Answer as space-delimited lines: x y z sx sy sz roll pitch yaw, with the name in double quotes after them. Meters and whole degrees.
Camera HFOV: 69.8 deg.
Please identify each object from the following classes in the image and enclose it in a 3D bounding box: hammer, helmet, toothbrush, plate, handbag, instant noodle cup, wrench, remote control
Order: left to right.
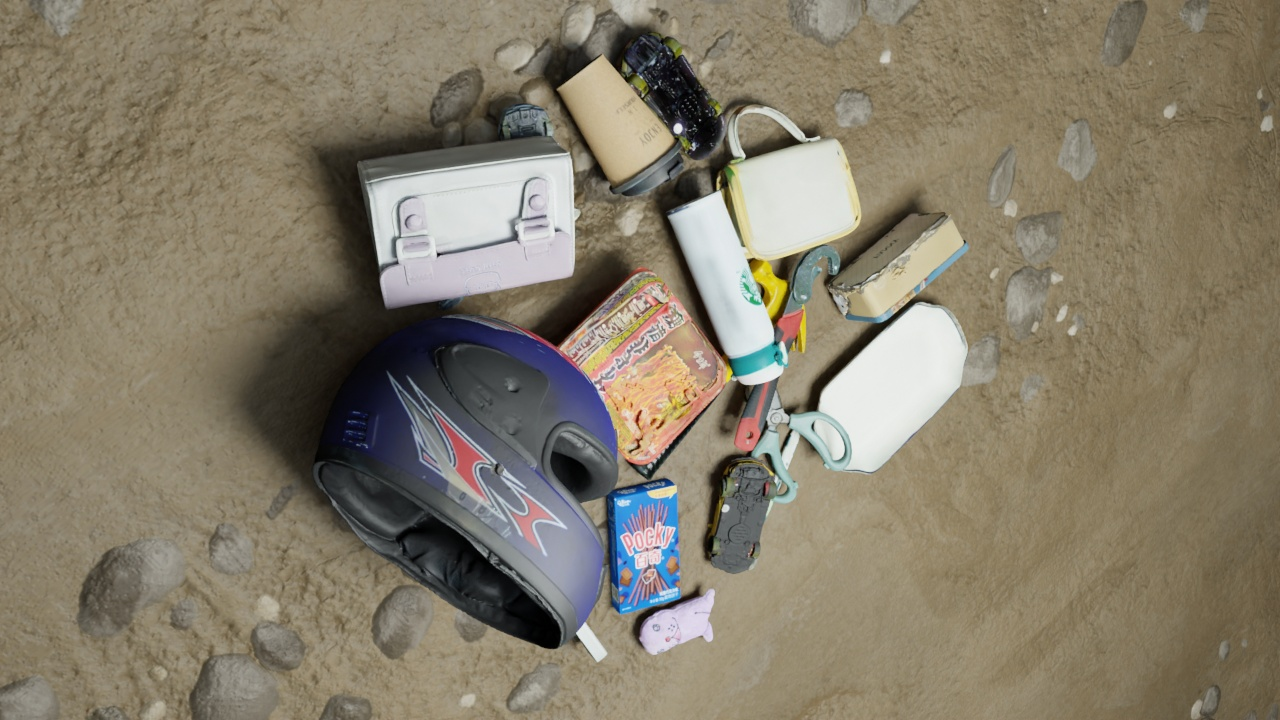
-0.167 -0.133 0.906 0.196 0.098 0.145 -12 126 -17 "handbag"
-0.139 0.094 0.890 0.315 0.248 0.239 35 57 2 "helmet"
-0.139 -0.110 0.985 0.187 0.017 0.016 -37 116 -13 "toothbrush"
-0.087 0.298 1.089 0.019 0.056 0.135 -37 116 -14 "remote control"
-0.006 0.006 1.044 0.164 0.079 0.189 -44 116 -10 "instant noodle cup"
0.095 0.022 1.124 0.300 0.033 0.129 -49 117 -8 "hammer"
0.170 0.178 1.210 0.016 0.018 0.191 21 90 -23 "toothbrush"
0.165 -0.218 1.089 0.163 0.063 0.179 -19 101 -20 "handbag"
0.175 -0.017 1.126 0.056 0.016 0.273 23 90 -28 "wrench"
0.334 0.035 1.243 0.265 0.034 0.162 -43 116 -11 "plate"

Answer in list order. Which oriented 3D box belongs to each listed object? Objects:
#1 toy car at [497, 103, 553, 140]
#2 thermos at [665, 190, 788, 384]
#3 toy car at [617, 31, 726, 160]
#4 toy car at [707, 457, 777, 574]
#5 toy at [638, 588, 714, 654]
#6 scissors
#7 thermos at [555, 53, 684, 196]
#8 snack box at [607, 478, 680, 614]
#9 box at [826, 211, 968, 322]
-0.118 -0.207 0.962 0.054 0.037 0.121 -13 118 -19 "toy car"
0.104 -0.080 1.056 0.073 0.073 0.224 -27 101 -18 "thermos"
0.037 -0.289 1.013 0.070 0.042 0.158 -49 124 -8 "toy car"
0.125 0.199 1.172 0.071 0.041 0.156 6 107 -12 "toy car"
0.047 0.341 1.175 0.107 0.039 0.084 -15 117 -23 "toy"
0.204 0.093 1.178 0.169 0.019 0.177 -13 100 0 "scissors"
-0.022 -0.247 0.973 0.093 0.093 0.143 -41 109 -12 "thermos"
0.005 0.230 1.133 0.084 0.026 0.157 -9 106 -23 "snack box"
0.332 -0.124 1.172 0.184 0.090 0.062 -36 109 -13 "box"
